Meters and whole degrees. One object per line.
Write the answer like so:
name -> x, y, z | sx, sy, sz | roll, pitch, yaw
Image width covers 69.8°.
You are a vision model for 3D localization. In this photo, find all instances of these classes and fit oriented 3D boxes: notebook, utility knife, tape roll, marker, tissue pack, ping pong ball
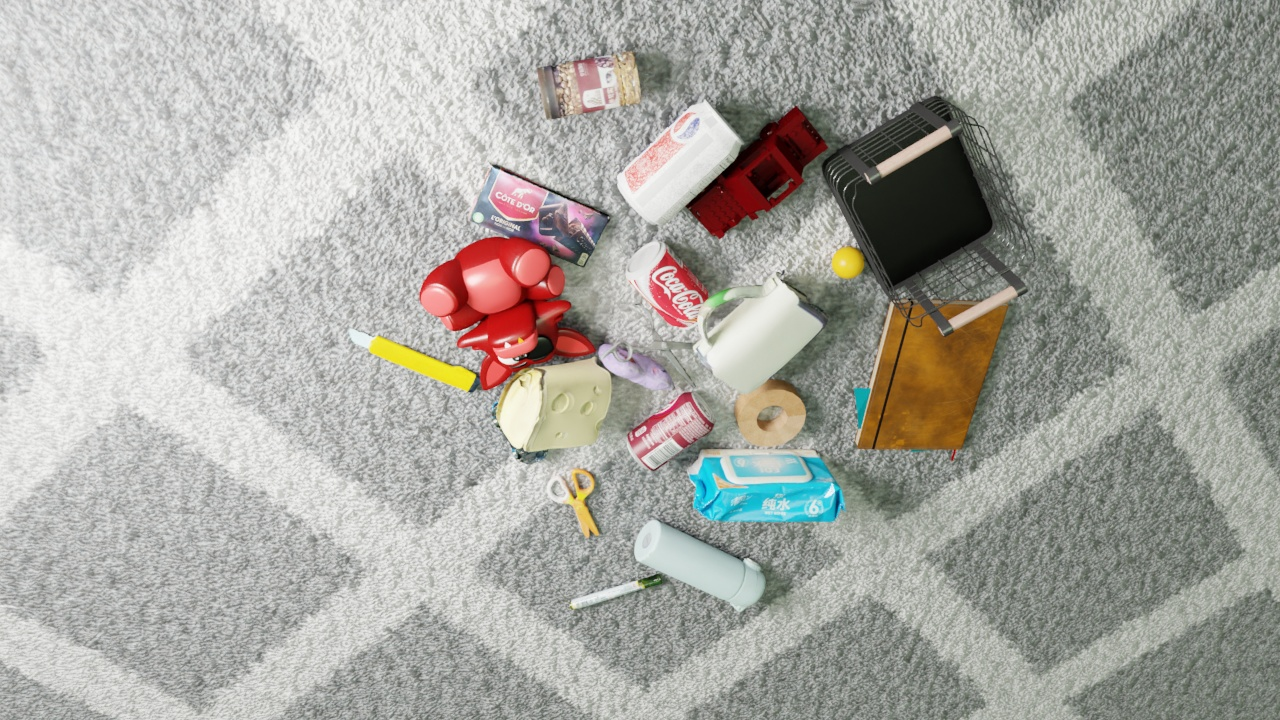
notebook -> 0.388, 0.031, 1.266 | 0.178, 0.014, 0.250 | 1, 120, -9
utility knife -> -0.285, -0.001, 1.160 | 0.175, 0.017, 0.030 | 23, 110, -19
tape roll -> 0.177, 0.072, 1.256 | 0.094, 0.027, 0.094 | -3, 121, -6
marker -> -0.038, 0.353, 1.400 | 0.146, 0.017, 0.017 | -17, 121, 3
tissue pack -> 0.167, 0.171, 1.263 | 0.209, 0.117, 0.066 | 0, 114, -8
ping pong ball -> 0.259, -0.122, 1.144 | 0.040, 0.040, 0.040 | -3, 121, -6

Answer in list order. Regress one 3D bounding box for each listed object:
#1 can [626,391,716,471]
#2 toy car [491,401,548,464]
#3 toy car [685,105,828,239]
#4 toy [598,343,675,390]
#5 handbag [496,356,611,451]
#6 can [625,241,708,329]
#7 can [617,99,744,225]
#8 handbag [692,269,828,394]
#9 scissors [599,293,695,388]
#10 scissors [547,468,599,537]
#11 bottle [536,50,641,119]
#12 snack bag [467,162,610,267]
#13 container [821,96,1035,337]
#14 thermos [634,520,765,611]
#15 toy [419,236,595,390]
can -> 0.041, 0.095, 1.231 | 0.114, 0.063, 0.063 | -37, 118, 14
toy car -> -0.160, 0.091, 1.220 | 0.048, 0.032, 0.105 | -24, 119, 6
toy car -> 0.136, -0.211, 1.063 | 0.170, 0.061, 0.070 | -39, 117, 15
toy -> -0.007, 0.007, 1.172 | 0.099, 0.080, 0.036 | 22, 101, -38
handbag -> -0.107, 0.053, 1.149 | 0.119, 0.081, 0.111 | -5, 133, -39
can -> 0.035, -0.090, 1.120 | 0.064, 0.064, 0.105 | -37, 118, 14
can -> 0.045, -0.222, 1.036 | 0.136, 0.078, 0.078 | -41, 117, 16
handbag -> 0.128, -0.050, 1.132 | 0.151, 0.074, 0.176 | -45, 141, 17
scissors -> 0.016, -0.016, 1.145 | 0.171, 0.014, 0.141 | -26, 98, -39
scissors -> -0.094, 0.210, 1.311 | 0.073, 0.012, 0.131 | -11, 120, 0
bottle -> -0.055, -0.297, 0.991 | 0.105, 0.056, 0.056 | -11, 121, -1
snack bag -> -0.119, -0.169, 1.083 | 0.155, 0.018, 0.075 | 21, 116, -17
container -> 0.339, -0.169, 1.075 | 0.163, 0.130, 0.241 | -30, 120, 10
thermos -> 0.092, 0.304, 1.360 | 0.206, 0.065, 0.078 | 28, 87, -22
toy -> -0.156, -0.053, 1.094 | 0.158, 0.120, 0.197 | -21, 129, 2
